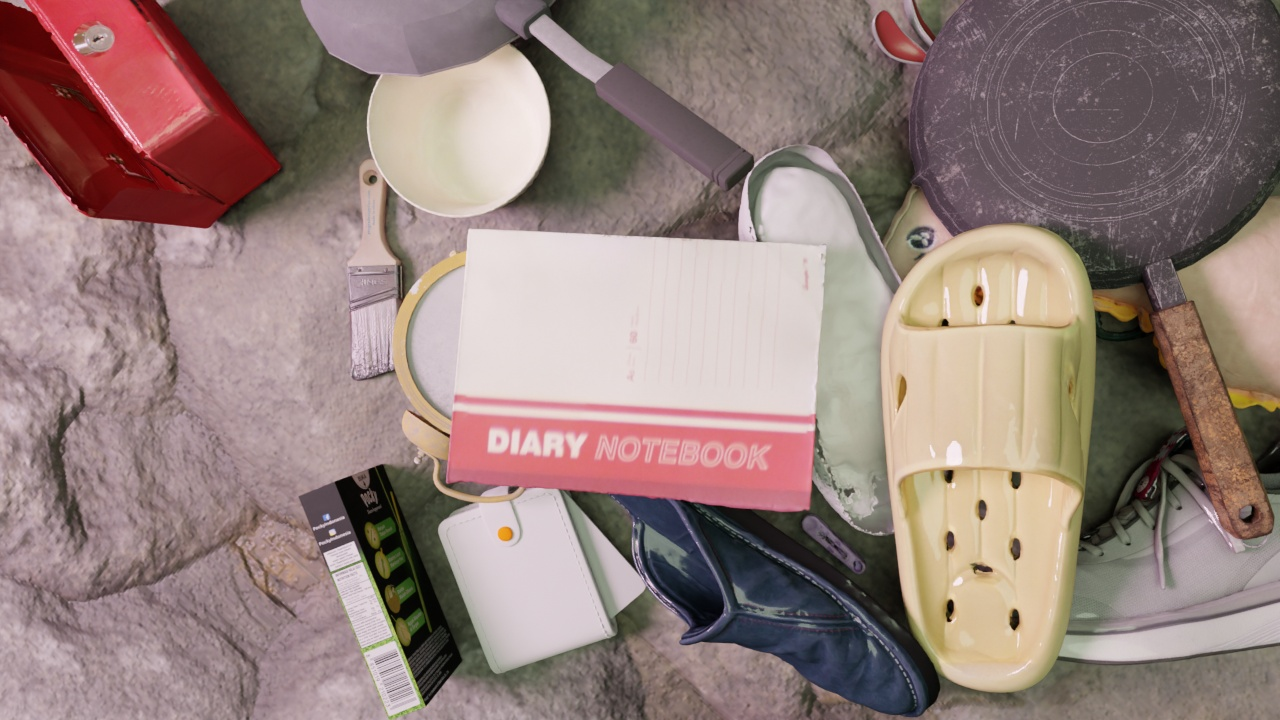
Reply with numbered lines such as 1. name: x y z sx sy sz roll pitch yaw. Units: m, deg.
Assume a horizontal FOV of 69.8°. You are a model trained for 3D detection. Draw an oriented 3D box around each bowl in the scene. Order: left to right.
1. bowl: -0.109 -0.146 0.591 0.115 0.062 0.115 0 92 5

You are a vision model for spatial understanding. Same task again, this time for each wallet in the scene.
1. wallet: -0.061 0.135 0.609 0.115 0.037 0.118 -20 93 5

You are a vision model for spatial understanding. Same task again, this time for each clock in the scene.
1. clock: -0.093 0.011 0.584 0.117 0.081 0.158 6 84 -4

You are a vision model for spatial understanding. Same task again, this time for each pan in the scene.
1. pan: -0.070 -0.203 0.525 0.178 0.041 0.357 -43 64 -10
2. pan: 0.278 -0.068 0.503 0.208 0.040 0.356 -20 82 18

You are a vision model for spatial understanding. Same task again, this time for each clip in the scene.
1. clip: 0.128 0.121 0.594 0.052 0.042 0.014 39 96 -11

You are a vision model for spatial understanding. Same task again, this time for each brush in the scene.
1. brush: -0.181 -0.062 0.626 0.039 0.012 0.151 -2 91 5

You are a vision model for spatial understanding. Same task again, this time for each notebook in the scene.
1. notebook: -0.003 0.003 0.526 0.209 0.012 0.153 3 85 6

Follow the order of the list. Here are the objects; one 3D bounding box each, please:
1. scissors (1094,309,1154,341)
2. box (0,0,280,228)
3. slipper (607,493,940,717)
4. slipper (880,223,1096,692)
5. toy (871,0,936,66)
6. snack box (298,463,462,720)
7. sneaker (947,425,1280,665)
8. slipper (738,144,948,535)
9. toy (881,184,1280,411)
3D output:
1. scissors: 0.378 -0.094 0.572 0.142 0.015 0.210 21 95 7
2. box: -0.317 -0.174 0.578 0.112 0.134 0.157 -41 88 6
3. slipper: 0.048 0.141 0.554 0.265 0.109 0.083 38 61 8
4. slipper: 0.179 0.058 0.492 0.111 0.079 0.261 2 96 30
5. toy: 0.194 -0.183 0.579 0.111 0.030 0.049 46 66 0
6. snack box: -0.166 0.145 0.596 0.025 0.080 0.147 -22 90 5
7. sneaker: 0.313 0.108 0.553 0.263 0.097 0.128 -12 79 7
8. slipper: 0.119 -0.009 0.568 0.112 0.074 0.247 -20 95 15
9. toy: 0.277 -0.031 0.549 0.265 0.065 0.196 -4 84 13
